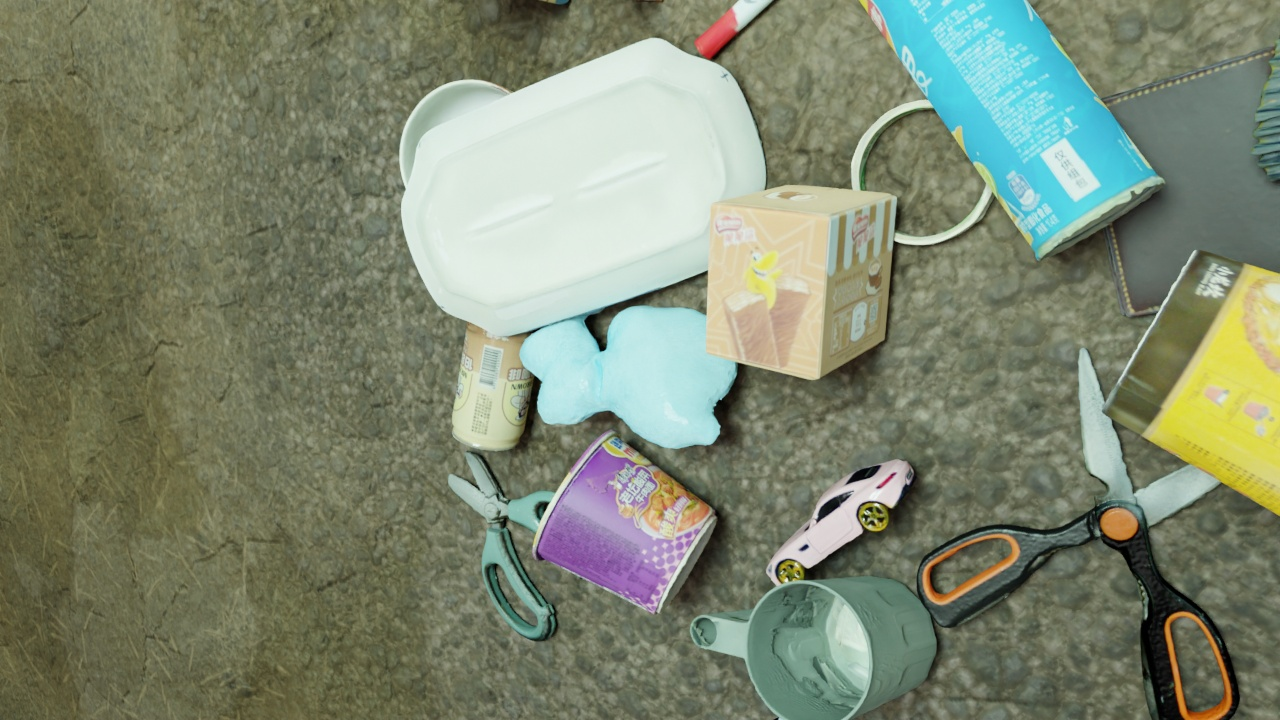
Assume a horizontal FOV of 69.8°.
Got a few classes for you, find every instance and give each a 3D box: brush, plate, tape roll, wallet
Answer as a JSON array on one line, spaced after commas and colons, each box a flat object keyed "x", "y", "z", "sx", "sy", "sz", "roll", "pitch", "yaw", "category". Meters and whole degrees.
[{"x": 0.332, "y": -0.149, "z": 0.409, "sx": 0.055, "sy": 0.073, "sz": 0.144, "roll": 10, "pitch": 97, "yaw": -12, "category": "brush"}, {"x": -0.048, "y": -0.112, "z": 0.627, "sx": 0.266, "sy": 0.034, "sz": 0.162, "roll": -16, "pitch": 99, "yaw": 15, "category": "plate"}, {"x": 0.171, "y": -0.113, "z": 0.554, "sx": 0.086, "sy": 0.013, "sz": 0.086, "roll": 6, "pitch": 102, "yaw": 30, "category": "tape roll"}, {"x": 0.293, "y": -0.090, "z": 0.483, "sx": 0.097, "sy": 0.020, "sz": 0.122, "roll": -12, "pitch": 94, "yaw": 37, "category": "wallet"}]

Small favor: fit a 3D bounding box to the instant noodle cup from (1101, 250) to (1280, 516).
[{"x": 0.300, "y": 0.012, "z": 0.439, "sx": 0.114, "sy": 0.118, "sz": 0.119, "roll": 29, "pitch": 112, "yaw": 25, "category": "instant noodle cup"}]

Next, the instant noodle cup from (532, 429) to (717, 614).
[{"x": -0.006, "y": 0.119, "z": 0.654, "sx": 0.099, "sy": 0.111, "sz": 0.112, "roll": 28, "pitch": 112, "yaw": 14, "category": "instant noodle cup"}]

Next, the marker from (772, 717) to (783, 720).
[{"x": 0.128, "y": 0.246, "z": 0.643, "sx": 0.131, "sy": 0.018, "sz": 0.022, "roll": -40, "pitch": 86, "yaw": 30, "category": "marker"}]

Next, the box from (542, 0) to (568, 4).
[{"x": -0.109, "y": -0.288, "z": 0.593, "sx": 0.062, "sy": 0.183, "sz": 0.090, "roll": 22, "pitch": 114, "yaw": 23, "category": "box"}]

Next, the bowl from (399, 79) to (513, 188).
[{"x": -0.114, "y": -0.148, "z": 0.683, "sx": 0.113, "sy": 0.062, "sz": 0.113, "roll": 2, "pitch": 102, "yaw": 11, "category": "bowl"}]

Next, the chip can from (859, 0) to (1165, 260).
[{"x": 0.187, "y": -0.159, "z": 0.497, "sx": 0.071, "sy": 0.071, "sz": 0.210, "roll": -37, "pitch": 77, "yaw": 30, "category": "chip can"}]

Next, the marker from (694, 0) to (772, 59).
[{"x": 0.092, "y": -0.245, "z": 0.577, "sx": 0.146, "sy": 0.017, "sz": 0.017, "roll": -36, "pitch": 80, "yaw": 31, "category": "marker"}]

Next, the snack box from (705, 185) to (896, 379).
[{"x": 0.097, "y": -0.051, "z": 0.554, "sx": 0.077, "sy": 0.092, "sz": 0.094, "roll": 14, "pitch": 114, "yaw": 35, "category": "snack box"}]

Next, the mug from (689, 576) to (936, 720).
[{"x": 0.111, "y": 0.176, "z": 0.583, "sx": 0.124, "sy": 0.103, "sz": 0.083, "roll": 1, "pitch": 84, "yaw": 40, "category": "mug"}]

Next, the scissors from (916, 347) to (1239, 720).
[{"x": 0.268, "y": 0.110, "z": 0.535, "sx": 0.221, "sy": 0.021, "sz": 0.233, "roll": -21, "pitch": 88, "yaw": 27, "category": "scissors"}]

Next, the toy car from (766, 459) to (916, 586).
[{"x": 0.126, "y": 0.104, "z": 0.596, "sx": 0.037, "sy": 0.056, "sz": 0.123, "roll": 51, "pitch": 119, "yaw": 9, "category": "toy car"}]

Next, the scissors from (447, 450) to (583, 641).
[{"x": -0.107, "y": 0.160, "z": 0.768, "sx": 0.177, "sy": 0.019, "sz": 0.172, "roll": 27, "pitch": 112, "yaw": 23, "category": "scissors"}]

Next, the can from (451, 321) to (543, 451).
[{"x": -0.112, "y": 0.008, "z": 0.720, "sx": 0.058, "sy": 0.058, "sz": 0.116, "roll": 21, "pitch": 109, "yaw": 26, "category": "can"}]

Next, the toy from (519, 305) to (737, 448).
[{"x": -0.004, "y": 0.004, "z": 0.647, "sx": 0.156, "sy": 0.050, "sz": 0.161, "roll": -27, "pitch": 58, "yaw": 9, "category": "toy"}]
